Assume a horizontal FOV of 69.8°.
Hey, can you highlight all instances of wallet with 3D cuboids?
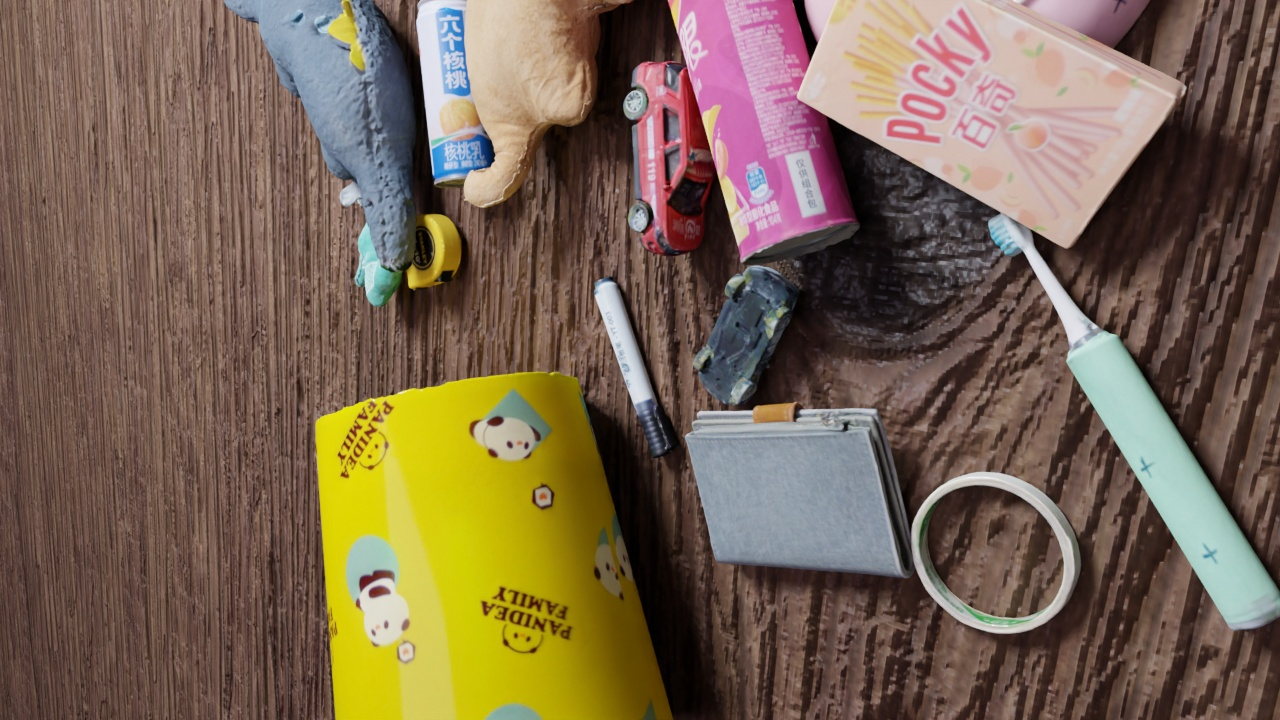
[{"bbox_3d":[0.094,0.076,0.554,0.130,0.036,0.106,-5,104,41],"label":"wallet"}]

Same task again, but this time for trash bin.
[{"bbox_3d":[-0.107,0.152,0.623,0.230,0.229,0.255,-19,79,40],"label":"trash bin"}]

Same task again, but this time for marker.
[{"bbox_3d":[-0.004,0.004,0.636,0.023,0.018,0.130,-22,83,31],"label":"marker"}]

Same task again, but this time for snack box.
[{"bbox_3d":[0.158,-0.128,0.437,0.157,0.026,0.085,34,137,15],"label":"snack box"}]

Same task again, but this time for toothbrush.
[{"bbox_3d":[0.231,0.021,0.437,0.224,0.026,0.027,64,150,13],"label":"toothbrush"}]

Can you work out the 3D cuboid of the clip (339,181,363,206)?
[{"bbox_3d":[-0.240,-0.154,0.807,0.057,0.029,0.024,-28,81,32],"label":"clip"}]

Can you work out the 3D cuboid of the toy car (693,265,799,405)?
[{"bbox_3d":[0.066,-0.015,0.564,0.043,0.034,0.091,37,121,27],"label":"toy car"}]

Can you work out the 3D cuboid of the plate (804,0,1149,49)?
[{"bbox_3d":[0.158,-0.216,0.453,0.193,0.039,0.192,7,102,39],"label":"plate"}]

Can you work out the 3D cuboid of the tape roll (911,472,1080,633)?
[{"bbox_3d":[0.189,0.103,0.493,0.086,0.013,0.086,7,101,38],"label":"tape roll"}]

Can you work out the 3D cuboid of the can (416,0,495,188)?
[{"bbox_3d":[-0.135,-0.200,0.690,0.053,0.053,0.134,-2,96,40],"label":"can"}]

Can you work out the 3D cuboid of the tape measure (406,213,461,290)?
[{"bbox_3d":[-0.169,-0.091,0.750,0.057,0.028,0.060,-12,89,41],"label":"tape measure"}]

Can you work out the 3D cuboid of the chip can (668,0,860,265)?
[{"bbox_3d":[0.062,-0.163,0.521,0.072,0.071,0.210,-18,85,40],"label":"chip can"}]

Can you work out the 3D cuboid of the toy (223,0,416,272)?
[{"bbox_3d":[-0.253,-0.233,0.757,0.138,0.091,0.356,-46,67,34],"label":"toy"}]

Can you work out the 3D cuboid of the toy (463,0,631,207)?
[{"bbox_3d":[-0.073,-0.214,0.619,0.143,0.082,0.227,57,131,37],"label":"toy"}]

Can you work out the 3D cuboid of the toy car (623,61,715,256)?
[{"bbox_3d":[0.021,-0.125,0.572,0.045,0.052,0.120,3,98,37],"label":"toy car"}]

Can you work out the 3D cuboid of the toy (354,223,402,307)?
[{"bbox_3d":[-0.228,-0.085,0.795,0.097,0.030,0.091,-54,43,40],"label":"toy"}]
